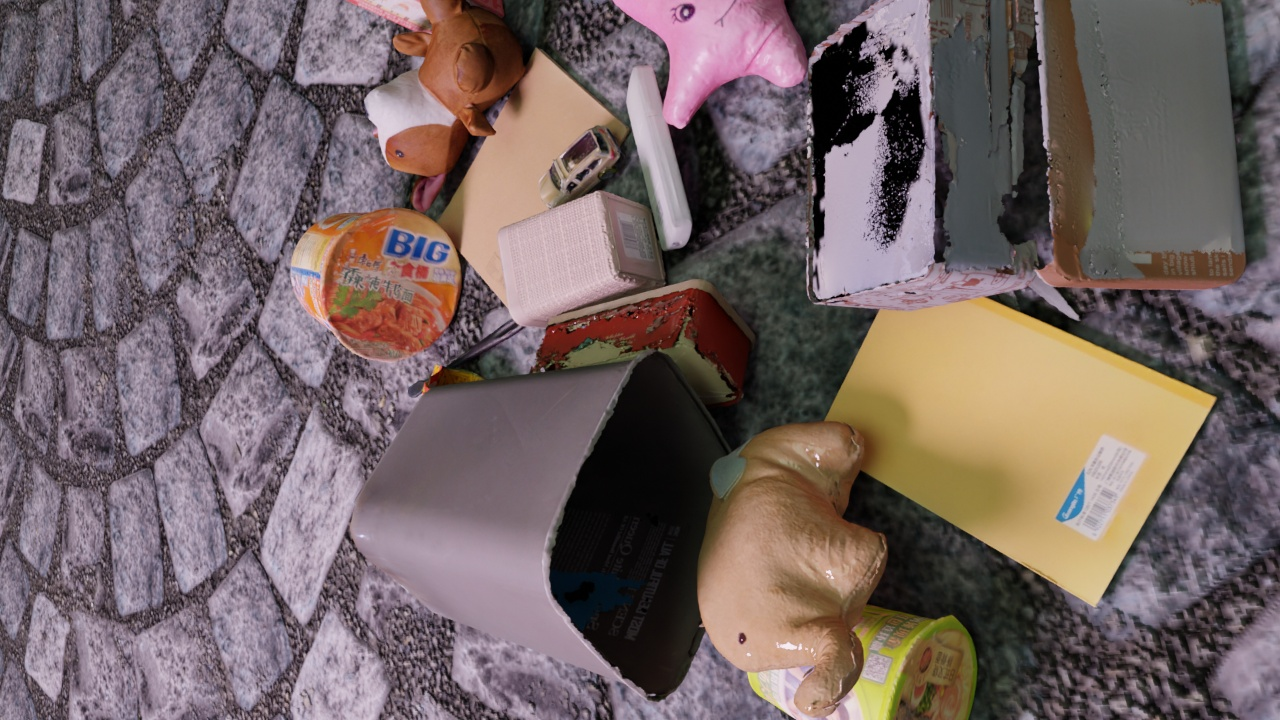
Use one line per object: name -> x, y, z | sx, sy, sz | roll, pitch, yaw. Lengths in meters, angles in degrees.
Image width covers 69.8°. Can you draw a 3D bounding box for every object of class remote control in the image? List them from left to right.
remote control -> 0.016, -0.166, 0.759 | 0.058, 0.021, 0.150 | 118, 140, -74

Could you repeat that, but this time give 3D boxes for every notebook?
notebook -> -0.110, -0.171, 0.881 | 0.149, 0.012, 0.212 | 47, 115, 28
notebook -> 0.229, 0.041, 0.596 | 0.206, 0.010, 0.146 | 31, 104, 32

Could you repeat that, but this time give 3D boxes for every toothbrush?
toothbrush -> -0.171, -0.004, 0.919 | 0.182, 0.018, 0.015 | -30, 69, 31

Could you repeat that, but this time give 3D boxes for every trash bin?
trash bin -> -0.070, 0.115, 0.684 | 0.220, 0.199, 0.198 | -1, 48, 35

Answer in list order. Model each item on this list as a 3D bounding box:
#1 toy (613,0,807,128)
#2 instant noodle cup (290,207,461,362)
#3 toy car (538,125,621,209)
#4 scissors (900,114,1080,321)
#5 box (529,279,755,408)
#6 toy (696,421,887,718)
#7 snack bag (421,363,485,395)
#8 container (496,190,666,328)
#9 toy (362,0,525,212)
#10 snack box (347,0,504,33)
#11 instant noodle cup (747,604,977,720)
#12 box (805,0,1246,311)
toy -> 0.052, -0.277, 0.715 | 0.179, 0.074, 0.194 | 11, 93, 25
instant noodle cup -> -0.273, -0.083, 0.926 | 0.111, 0.151, 0.151 | 18, 99, 46
toy car -> -0.058, -0.169, 0.815 | 0.091, 0.035, 0.042 | -37, 68, 32
scissors -> 0.222, -0.092, 0.618 | 0.166, 0.014, 0.163 | 12, 98, 36
box -> -0.004, 0.004, 0.724 | 0.169, 0.091, 0.077 | -13, 47, 37
toy -> 0.093, 0.137, 0.583 | 0.144, 0.082, 0.225 | -46, 24, 32
snack bag -> -0.198, 0.117, 0.906 | 0.129, 0.073, 0.208 | 29, 111, 40
container -> -0.047, -0.084, 0.781 | 0.111, 0.089, 0.090 | -18, 76, 32
toy -> -0.202, -0.252, 0.892 | 0.200, 0.130, 0.140 | -44, 61, 43
snack box -> -0.211, -0.351, 0.879 | 0.075, 0.152, 0.025 | -19, 74, 36
instant noodle cup -> 0.140, 0.207, 0.612 | 0.124, 0.111, 0.111 | 10, 94, 46
box -> 0.219, -0.123, 0.566 | 0.158, 0.205, 0.180 | 161, 107, -73
